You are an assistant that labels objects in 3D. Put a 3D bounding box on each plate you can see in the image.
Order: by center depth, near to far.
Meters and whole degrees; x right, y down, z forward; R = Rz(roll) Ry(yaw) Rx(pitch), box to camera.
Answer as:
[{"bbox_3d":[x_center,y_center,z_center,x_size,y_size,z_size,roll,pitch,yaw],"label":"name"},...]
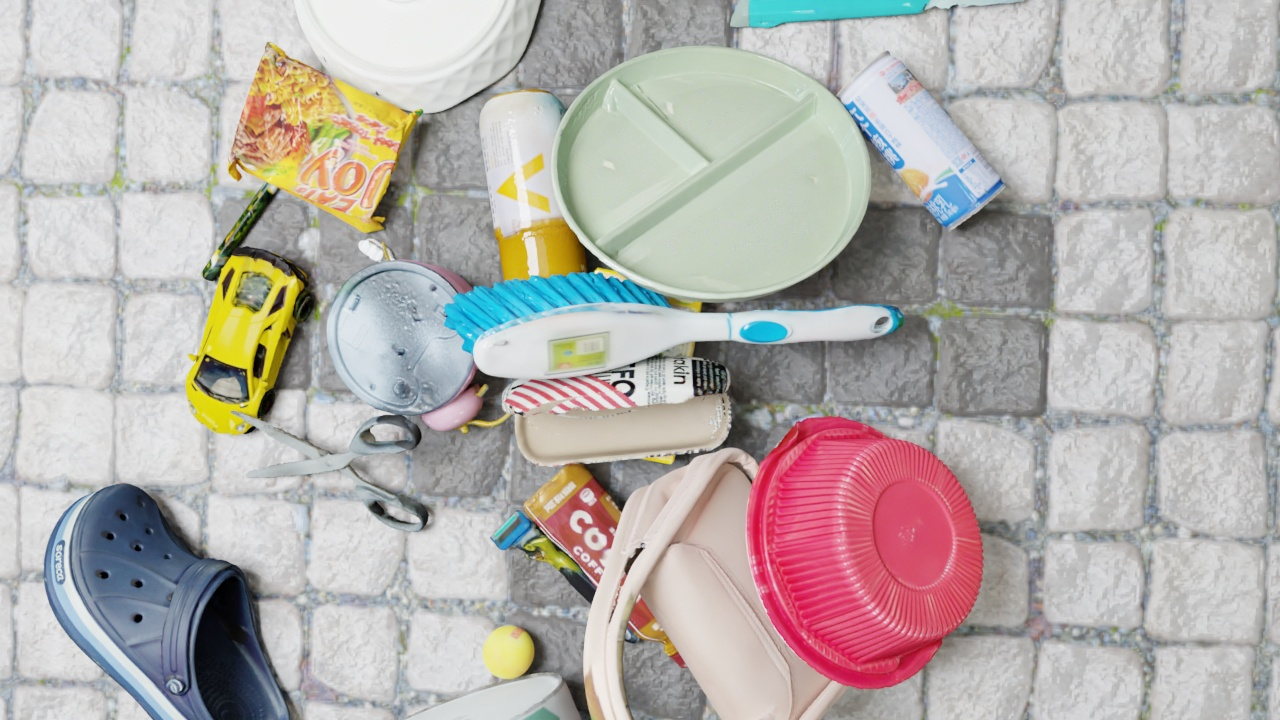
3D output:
[{"bbox_3d":[0.050,-0.137,0.665,0.230,0.027,0.229,0,63,-1],"label":"plate"},{"bbox_3d":[-0.179,-0.303,0.716,0.205,0.045,0.205,0,91,4],"label":"plate"}]

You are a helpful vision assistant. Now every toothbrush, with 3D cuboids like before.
[{"bbox_3d":[-0.149,-0.044,0.732,0.180,0.016,0.016,35,102,2],"label":"toothbrush"},{"bbox_3d":[-0.299,-0.140,0.741,0.012,0.017,0.186,35,94,-32],"label":"toothbrush"}]

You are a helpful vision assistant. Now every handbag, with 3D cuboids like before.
[{"bbox_3d":[0.045,0.186,0.611,0.094,0.233,0.193,-33,94,33],"label":"handbag"}]

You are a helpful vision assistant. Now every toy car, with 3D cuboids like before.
[{"bbox_3d":[-0.316,-0.013,0.733,0.071,0.041,0.156,21,94,4],"label":"toy car"}]

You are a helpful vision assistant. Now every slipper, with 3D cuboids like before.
[{"bbox_3d":[-0.351,0.201,0.705,0.095,0.105,0.253,-34,91,11],"label":"slipper"}]

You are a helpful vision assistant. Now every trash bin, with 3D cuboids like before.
[{"bbox_3d":[-0.102,0.375,0.640,0.229,0.229,0.252,-20,83,4],"label":"trash bin"}]

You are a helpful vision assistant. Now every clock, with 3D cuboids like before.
[{"bbox_3d":[-0.158,-0.010,0.704,0.158,0.059,0.117,36,105,1],"label":"clock"}]

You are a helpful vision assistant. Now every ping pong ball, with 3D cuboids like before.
[{"bbox_3d":[-0.104,0.229,0.720,0.040,0.040,0.040,0,91,4],"label":"ping pong ball"}]

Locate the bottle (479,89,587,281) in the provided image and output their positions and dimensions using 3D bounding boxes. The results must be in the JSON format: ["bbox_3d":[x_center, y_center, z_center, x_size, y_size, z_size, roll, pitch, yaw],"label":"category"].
[{"bbox_3d":[-0.078,-0.106,0.700,0.068,0.068,0.189,-8,91,4],"label":"bottle"}]

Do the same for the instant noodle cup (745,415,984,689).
[{"bbox_3d":[0.167,0.125,0.635,0.193,0.066,0.193,10,67,-26],"label":"instant noodle cup"}]

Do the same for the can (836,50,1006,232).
[{"bbox_3d":[0.208,-0.164,0.685,0.053,0.053,0.134,-40,88,4],"label":"can"}]

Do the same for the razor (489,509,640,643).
[{"bbox_3d":[-0.052,0.172,0.725,0.142,0.022,0.043,42,126,-1],"label":"razor"}]

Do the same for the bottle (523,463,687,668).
[{"bbox_3d":[-0.013,0.158,0.704,0.057,0.057,0.175,-42,88,3],"label":"bottle"}]

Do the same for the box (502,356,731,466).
[{"bbox_3d":[-0.014,0.041,0.667,0.162,0.076,0.087,-8,115,2],"label":"box"}]

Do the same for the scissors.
[{"bbox_3d":[-0.238,0.082,0.723,0.181,0.014,0.159,-25,110,28],"label":"scissors"}]

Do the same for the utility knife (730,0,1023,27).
[{"bbox_3d":[0.180,-0.275,0.706,0.222,0.013,0.029,-1,89,7],"label":"utility knife"}]

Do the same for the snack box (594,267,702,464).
[{"bbox_3d":[-0.004,0.004,0.714,0.087,0.033,0.140,10,93,4],"label":"snack box"}]

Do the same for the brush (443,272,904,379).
[{"bbox_3d":[0.027,-0.027,0.652,0.314,0.109,0.061,-8,116,-21],"label":"brush"}]

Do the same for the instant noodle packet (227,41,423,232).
[{"bbox_3d":[-0.245,-0.169,0.712,0.128,0.044,0.111,23,102,-11],"label":"instant noodle packet"}]
